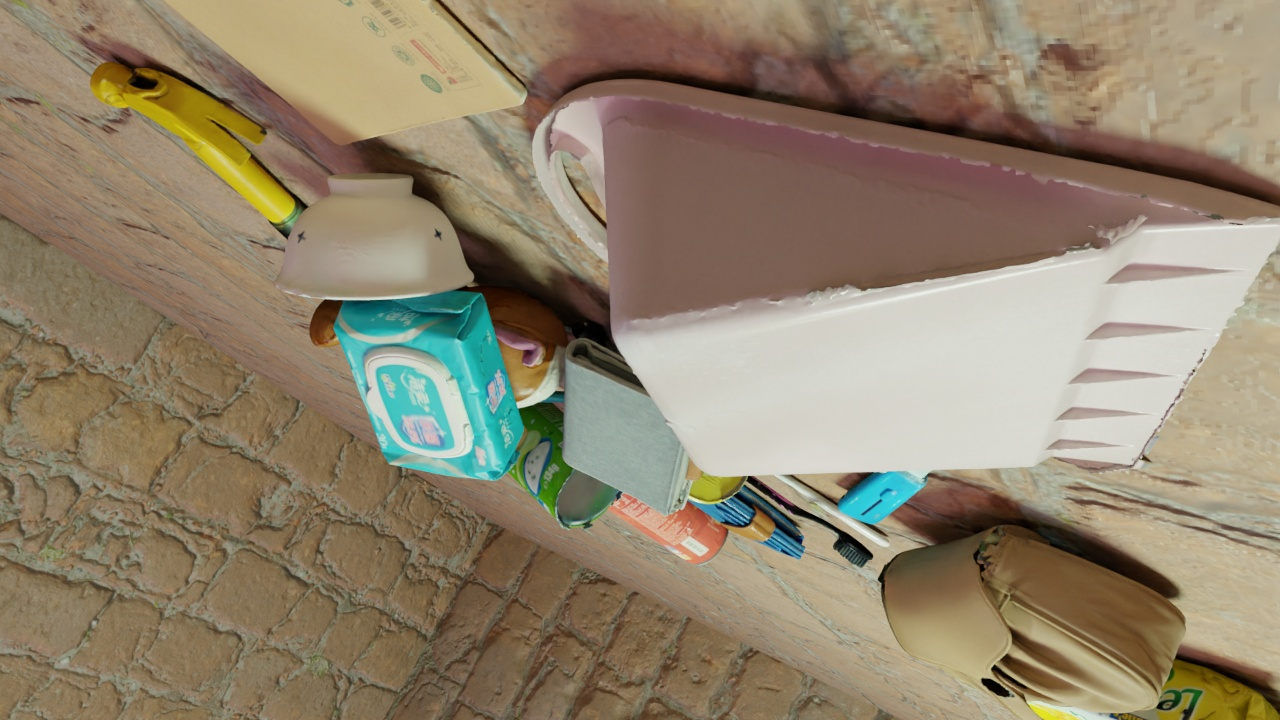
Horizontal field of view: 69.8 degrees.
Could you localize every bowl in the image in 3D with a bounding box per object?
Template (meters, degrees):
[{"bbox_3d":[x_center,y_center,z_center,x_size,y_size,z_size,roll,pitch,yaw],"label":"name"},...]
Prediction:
[{"bbox_3d":[-0.162,-0.080,0.560,0.118,0.065,0.118,1,-165,0],"label":"bowl"}]

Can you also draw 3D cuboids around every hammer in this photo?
[{"bbox_3d":[-0.284,-0.119,0.731,0.129,0.032,0.301,21,162,27],"label":"hammer"}]

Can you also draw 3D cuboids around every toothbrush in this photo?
[{"bbox_3d":[0.137,0.113,0.764,0.180,0.016,0.016,32,179,-14],"label":"toothbrush"},{"bbox_3d":[0.110,0.115,0.772,0.189,0.018,0.014,33,-160,18],"label":"toothbrush"}]

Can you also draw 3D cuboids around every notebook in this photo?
[{"bbox_3d":[-0.160,-0.162,0.436,0.208,0.008,0.148,8,154,50],"label":"notebook"}]

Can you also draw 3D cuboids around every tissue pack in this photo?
[{"bbox_3d":[-0.132,0.012,0.579,0.093,0.050,0.134,4,127,21],"label":"tissue pack"}]

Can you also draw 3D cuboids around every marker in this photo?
[{"bbox_3d":[-0.029,0.003,0.705,0.022,0.018,0.131,32,165,20],"label":"marker"}]

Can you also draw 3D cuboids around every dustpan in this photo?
[{"bbox_3d":[0.085,-0.042,0.397,0.274,0.138,0.223,-5,153,12],"label":"dustpan"}]

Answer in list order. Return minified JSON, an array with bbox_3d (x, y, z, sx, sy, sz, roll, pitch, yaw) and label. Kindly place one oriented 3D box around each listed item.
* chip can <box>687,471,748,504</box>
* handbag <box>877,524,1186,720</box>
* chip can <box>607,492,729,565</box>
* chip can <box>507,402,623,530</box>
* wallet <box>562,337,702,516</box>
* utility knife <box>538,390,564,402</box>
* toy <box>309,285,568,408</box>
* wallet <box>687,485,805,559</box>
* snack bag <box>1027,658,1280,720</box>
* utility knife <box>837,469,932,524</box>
[{"bbox_3d":[0.005,0.076,0.771,0.072,0.072,0.222,35,163,-20],"label":"chip can"},{"bbox_3d":[0.256,0.184,0.632,0.148,0.099,0.205,31,160,3],"label":"handbag"},{"bbox_3d":[0.004,0.144,0.981,0.216,0.073,0.073,39,161,-31],"label":"chip can"},{"bbox_3d":[-0.108,0.051,0.779,0.236,0.072,0.072,35,172,40],"label":"chip can"},{"bbox_3d":[-0.004,0.048,0.624,0.106,0.036,0.130,26,144,13],"label":"wallet"},{"bbox_3d":[-0.055,0.030,0.714,0.176,0.013,0.029,2,174,6],"label":"utility knife"},{"bbox_3d":[-0.135,-0.012,0.662,0.200,0.130,0.140,13,178,17],"label":"toy"},{"bbox_3d":[0.093,0.150,0.918,0.133,0.040,0.106,36,167,-27],"label":"wallet"},{"bbox_3d":[0.398,0.279,0.744,0.158,0.068,0.247,39,161,-33],"label":"snack bag"},{"bbox_3d":[0.170,0.081,0.613,0.034,0.018,0.219,27,162,9],"label":"utility knife"}]
